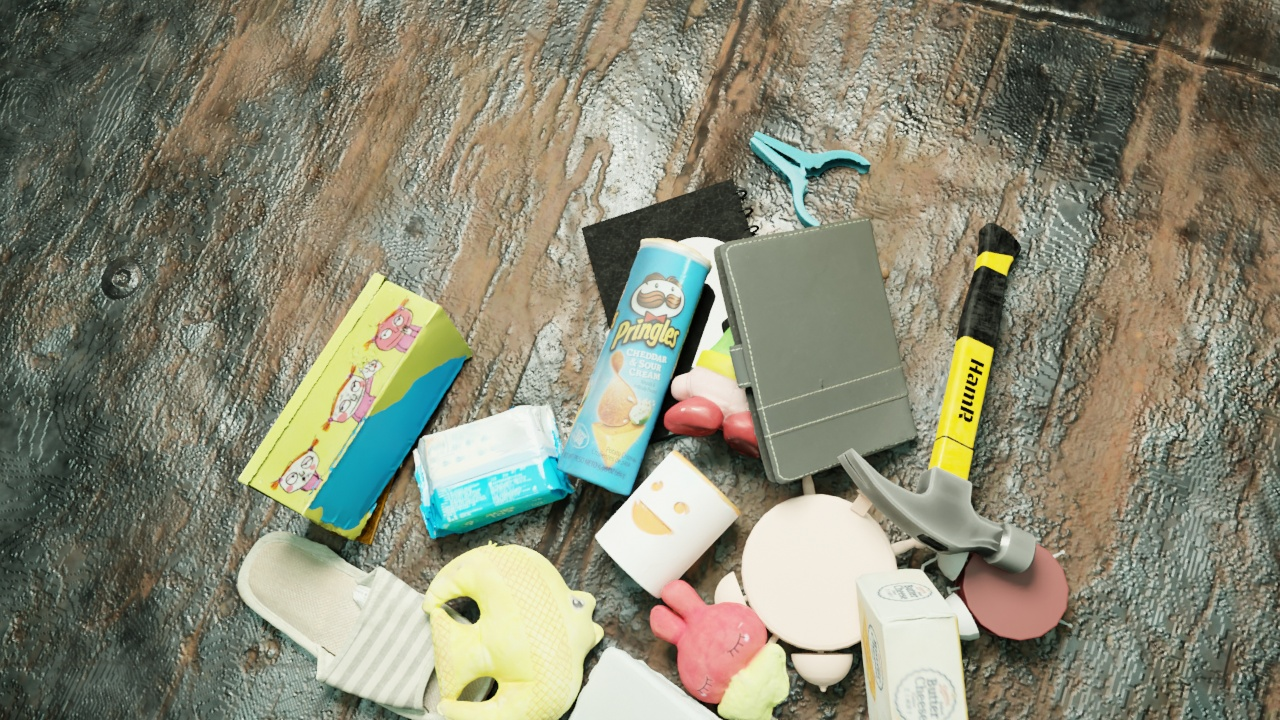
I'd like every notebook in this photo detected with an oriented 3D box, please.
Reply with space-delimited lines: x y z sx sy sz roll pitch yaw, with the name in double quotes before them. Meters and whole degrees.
"notebook" 0.052 -0.051 0.894 0.169 0.019 0.231 -17 74 5
"notebook" 0.154 -0.012 0.800 0.169 0.029 0.209 -13 88 -23

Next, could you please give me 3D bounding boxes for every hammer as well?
"hammer" 0.282 0.011 0.799 0.170 0.034 0.323 24 64 -4

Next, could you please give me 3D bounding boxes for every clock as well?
"clock" 0.303 0.193 0.782 0.124 0.044 0.087 -1 76 8
"clock" 0.152 0.184 0.791 0.131 0.086 0.160 33 89 15

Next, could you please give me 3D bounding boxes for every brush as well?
"brush" -0.265 0.113 0.897 0.048 0.017 0.126 14 78 11

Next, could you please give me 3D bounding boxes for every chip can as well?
"chip can" -0.005 0.005 0.841 0.080 0.080 0.229 19 81 12

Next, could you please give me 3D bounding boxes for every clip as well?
"clip" 0.165 -0.172 0.906 0.120 0.033 0.118 2 80 8

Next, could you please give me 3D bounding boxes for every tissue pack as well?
"tissue pack" -0.140 0.102 0.860 0.144 0.062 0.092 -18 72 0

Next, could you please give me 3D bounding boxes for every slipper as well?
"slipper" -0.260 0.243 0.849 0.273 0.054 0.114 23 85 13

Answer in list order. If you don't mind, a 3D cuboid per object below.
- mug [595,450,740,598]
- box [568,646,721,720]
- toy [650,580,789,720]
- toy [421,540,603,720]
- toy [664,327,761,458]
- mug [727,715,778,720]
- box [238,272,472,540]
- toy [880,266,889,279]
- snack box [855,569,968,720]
"mug" 0.024 0.145 0.815 0.082 0.082 0.105 42 85 15
"box" 0.031 0.323 0.744 0.214 0.063 0.118 22 84 39
"toy" 0.065 0.241 0.765 0.135 0.045 0.092 42 106 19
"toy" -0.110 0.241 0.811 0.154 0.065 0.170 -10 70 -15
"toy" 0.095 0.012 0.818 0.124 0.097 0.131 16 61 7
"mug" 0.105 0.347 0.756 0.076 0.075 0.111 -9 73 6
"box" -0.255 0.046 0.845 0.079 0.124 0.220 27 75 16
"toy" 0.182 -0.065 0.864 0.102 0.041 0.054 -32 32 6
"snack box" 0.213 0.279 0.710 0.057 0.104 0.208 -7 94 3
